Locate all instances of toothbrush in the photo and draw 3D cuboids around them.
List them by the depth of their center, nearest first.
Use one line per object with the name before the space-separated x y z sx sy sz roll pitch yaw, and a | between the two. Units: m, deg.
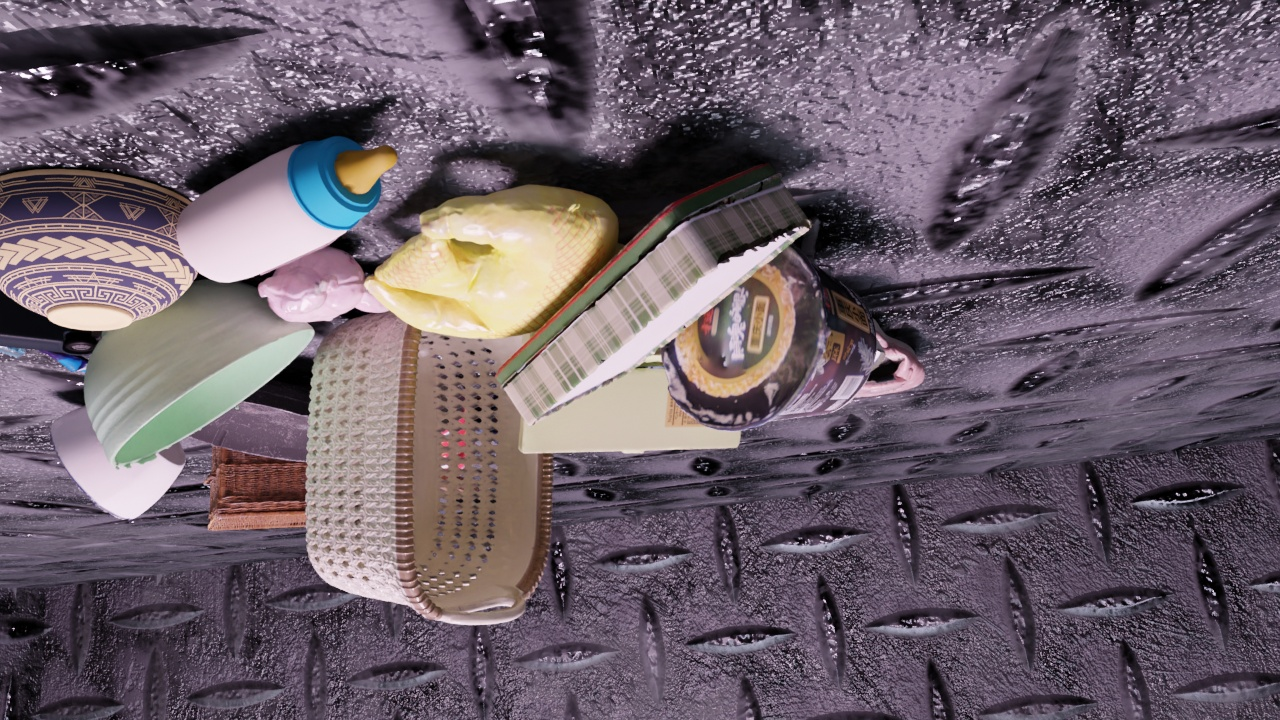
toothbrush | -0.458 0.007 0.746 0.016 0.017 0.189 -8 165 0

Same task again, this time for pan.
pan | -0.303 0.079 0.914 0.208 0.040 0.356 -14 151 42

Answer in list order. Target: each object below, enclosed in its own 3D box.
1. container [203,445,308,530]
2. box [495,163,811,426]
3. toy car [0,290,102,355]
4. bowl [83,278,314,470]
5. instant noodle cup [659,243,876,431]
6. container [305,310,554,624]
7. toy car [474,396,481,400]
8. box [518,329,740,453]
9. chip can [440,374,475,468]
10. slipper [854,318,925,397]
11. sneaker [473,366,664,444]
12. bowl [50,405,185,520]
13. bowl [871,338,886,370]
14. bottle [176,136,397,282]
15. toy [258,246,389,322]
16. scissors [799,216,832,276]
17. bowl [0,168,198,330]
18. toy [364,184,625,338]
container | -0.393 0.131 1.057 0.198 0.112 0.114 2 163 -29
box | 0.002 -0.036 0.567 0.117 0.050 0.206 -27 170 -44
toy car | -0.394 -0.029 0.584 0.034 0.046 0.112 -20 162 35
bowl | -0.302 -0.004 0.609 0.151 0.077 0.151 -37 -177 2
instant noodle cup | 0.096 -0.015 0.652 0.138 0.137 0.112 -18 162 37
container | -0.158 0.071 0.707 0.143 0.246 0.184 -4 171 27
toy car | -0.140 0.053 1.013 0.091 0.042 0.036 -4 155 -1
box | -0.002 0.004 0.706 0.187 0.141 0.044 2 179 -24
chip can | -0.217 0.070 0.985 0.073 0.073 0.233 -4 164 -10
slipper | 0.234 0.009 0.974 0.114 0.054 0.274 -14 162 25
sneaker | -0.080 0.032 0.885 0.098 0.083 0.242 28 141 -35
bowl | -0.483 0.084 0.863 0.065 0.116 0.116 -34 168 -9
bowl | 0.130 -0.007 0.808 0.153 0.073 0.153 -17 164 -5
bottle | -0.176 -0.081 0.467 0.146 0.051 0.051 -15 163 31
toy | -0.204 -0.048 0.594 0.063 0.047 0.110 -4 177 2
scissors | 0.132 -0.077 0.687 0.094 0.014 0.171 0 167 -16
bowl | -0.300 -0.051 0.503 0.112 0.061 0.112 -6 165 -2
toy | -0.078 -0.059 0.561 0.154 0.064 0.171 -1 161 -36
